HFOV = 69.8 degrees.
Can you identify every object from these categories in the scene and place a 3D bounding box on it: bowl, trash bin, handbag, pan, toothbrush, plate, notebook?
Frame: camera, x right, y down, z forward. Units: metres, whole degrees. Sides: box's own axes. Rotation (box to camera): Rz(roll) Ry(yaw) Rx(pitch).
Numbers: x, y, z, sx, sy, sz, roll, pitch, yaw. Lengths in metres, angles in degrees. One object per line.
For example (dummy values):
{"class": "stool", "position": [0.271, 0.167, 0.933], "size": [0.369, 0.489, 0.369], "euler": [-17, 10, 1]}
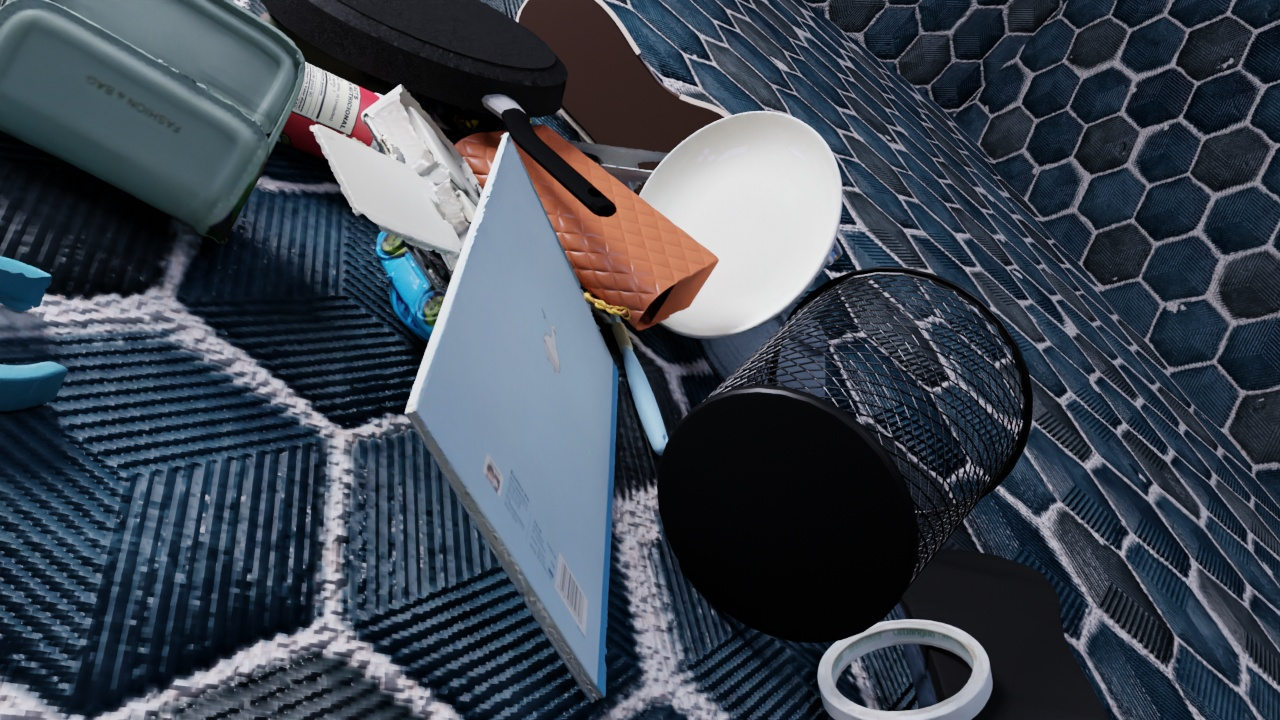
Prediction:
{"class": "bowl", "position": [0.115, -0.011, 0.751], "size": [0.137, 0.057, 0.136], "euler": [31, 31, -21]}
{"class": "trash bin", "position": [0.123, 0.053, 0.561], "size": [0.184, 0.185, 0.209], "euler": [48, 35, 10]}
{"class": "handbag", "position": [-0.045, -0.090, 0.641], "size": [0.172, 0.060, 0.108], "euler": [39, 28, 11]}
{"class": "pan", "position": [-0.120, -0.204, 0.640], "size": [0.224, 0.034, 0.356], "euler": [-4, 40, -45]}
{"class": "toothbrush", "position": [-0.004, 0.004, 0.625], "size": [0.022, 0.016, 0.154], "euler": [30, 29, -40]}
{"class": "plate", "position": [0.072, -0.099, 0.696], "size": [0.034, 0.183, 0.182], "euler": [27, 30, -51]}
{"class": "handbag", "position": [-0.234, -0.130, 0.439], "size": [0.121, 0.067, 0.106], "euler": [29, 71, -26]}
{"class": "notebook", "position": [-0.048, 0.013, 0.466], "size": [0.252, 0.009, 0.181], "euler": [-89, 159, -55]}

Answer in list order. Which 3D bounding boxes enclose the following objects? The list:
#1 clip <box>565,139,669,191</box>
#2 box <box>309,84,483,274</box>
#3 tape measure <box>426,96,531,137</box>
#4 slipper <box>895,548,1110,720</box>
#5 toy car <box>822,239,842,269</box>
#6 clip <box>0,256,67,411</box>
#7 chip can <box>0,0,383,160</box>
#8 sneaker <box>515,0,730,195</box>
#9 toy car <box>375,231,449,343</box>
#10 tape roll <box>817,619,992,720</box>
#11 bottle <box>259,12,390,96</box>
{"class": "clip", "position": [-0.018, -0.168, 0.789], "size": [0.102, 0.052, 0.059], "euler": [14, -8, 20]}
{"class": "box", "position": [-0.121, -0.093, 0.500], "size": [0.143, 0.044, 0.184], "euler": [58, 3, 22]}
{"class": "tape measure", "position": [-0.131, -0.204, 0.723], "size": [0.071, 0.042, 0.072], "euler": [-5, 58, -46]}
{"class": "slipper", "position": [0.220, 0.202, 0.584], "size": [0.109, 0.083, 0.265], "euler": [3, 13, 9]}
{"class": "toy car", "position": [0.102, -0.084, 0.763], "size": [0.054, 0.154, 0.056], "euler": [-44, 101, -25]}
{"class": "clip", "position": [-0.257, 0.000, 0.308], "size": [0.120, 0.030, 0.130], "euler": [55, 30, 12]}
{"class": "chip can", "position": [-0.251, -0.168, 0.513], "size": [0.214, 0.052, 0.051], "euler": [18, 37, -37]}
{"class": "sneaker", "position": [0.003, -0.222, 0.875], "size": [0.294, 0.112, 0.116], "euler": [42, 8, -1]}
{"class": "toy car", "position": [-0.119, -0.034, 0.510], "size": [0.105, 0.032, 0.048], "euler": [52, 3, 33]}
{"class": "tape roll", "position": [0.146, 0.175, 0.510], "size": [0.092, 0.093, 0.013], "euler": [-42, 121, -61]}
{"class": "bottle", "position": [-0.213, -0.203, 0.634], "size": [0.106, 0.025, 0.025], "euler": [24, 34, -31]}
